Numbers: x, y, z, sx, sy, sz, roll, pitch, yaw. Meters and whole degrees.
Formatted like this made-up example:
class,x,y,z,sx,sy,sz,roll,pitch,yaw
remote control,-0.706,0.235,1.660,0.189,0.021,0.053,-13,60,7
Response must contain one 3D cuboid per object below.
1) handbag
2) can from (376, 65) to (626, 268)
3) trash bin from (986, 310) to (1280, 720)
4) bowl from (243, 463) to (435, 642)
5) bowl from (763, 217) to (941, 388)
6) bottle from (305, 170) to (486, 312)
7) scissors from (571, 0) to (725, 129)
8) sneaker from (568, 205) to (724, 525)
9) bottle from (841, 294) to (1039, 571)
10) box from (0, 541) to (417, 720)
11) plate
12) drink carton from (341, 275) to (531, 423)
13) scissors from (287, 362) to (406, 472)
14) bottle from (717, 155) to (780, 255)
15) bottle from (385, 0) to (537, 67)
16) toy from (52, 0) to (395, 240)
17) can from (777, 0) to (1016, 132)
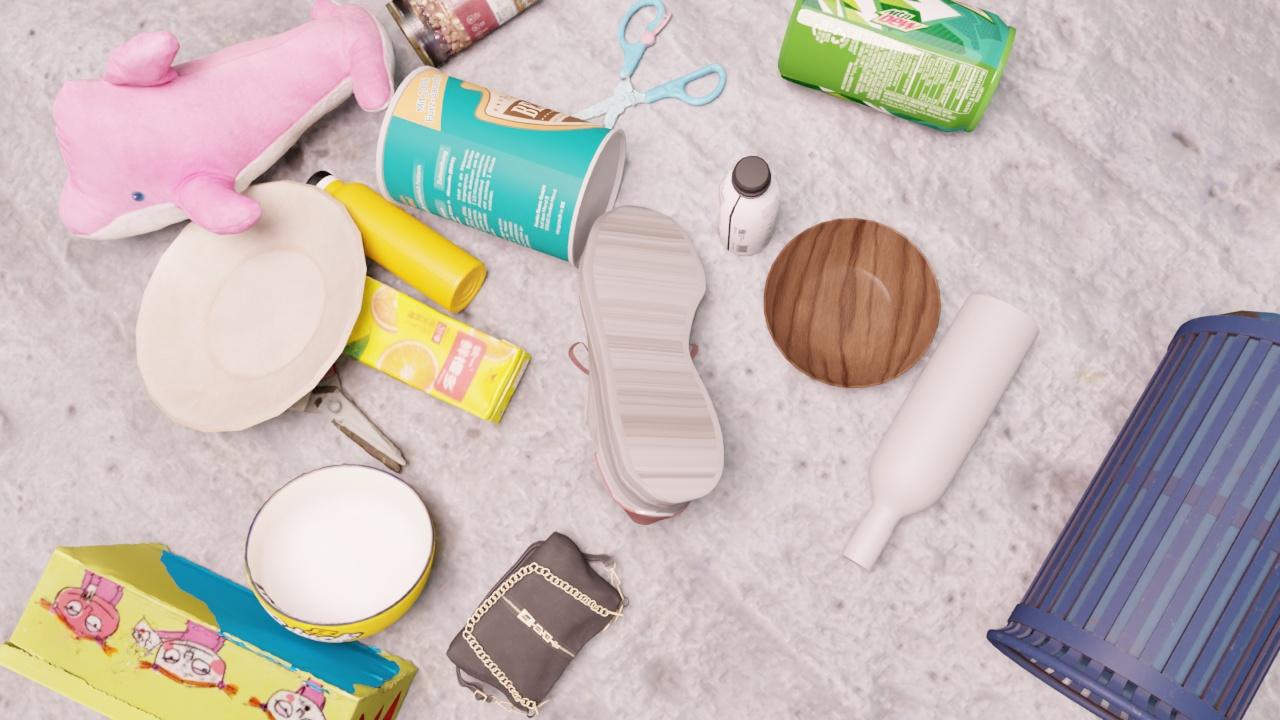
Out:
class,x,y,z,sx,sy,sz,roll,pitch,yaw
handbag,-0.068,0.177,0.620,0.079,0.054,0.128,43,83,-1
can,-0.095,-0.135,0.643,0.144,0.099,0.099,20,83,8
trash bin,0.336,0.100,0.552,0.139,0.139,0.249,33,83,9
bowl,-0.198,0.135,0.614,0.117,0.068,0.117,6,51,-8
bowl,0.145,-0.037,0.642,0.119,0.032,0.119,-1,81,4
bottle,-0.183,-0.091,0.671,0.143,0.043,0.043,33,84,9
scissors,0.007,-0.203,0.694,0.118,0.015,0.139,25,90,9
sneaker,-0.004,0.003,0.625,0.099,0.090,0.235,8,55,-20
bottle,0.194,0.051,0.613,0.052,0.052,0.195,32,84,9
box,-0.268,0.197,0.593,0.221,0.124,0.079,24,83,6
plate,-0.271,-0.038,0.650,0.189,0.027,0.188,-6,70,16
drink carton,-0.151,-0.008,0.657,0.134,0.043,0.058,24,86,9
scissors,-0.243,0.009,0.674,0.189,0.015,0.140,7,80,5
bottle,0.072,-0.105,0.616,0.041,0.116,0.041,-1,80,4
bottle,-0.132,-0.271,0.691,0.105,0.056,0.056,-34,80,-1
toy,-0.299,-0.178,0.629,0.265,0.128,0.186,-31,54,-3
can,0.177,-0.218,0.643,0.144,0.083,0.083,21,83,8
